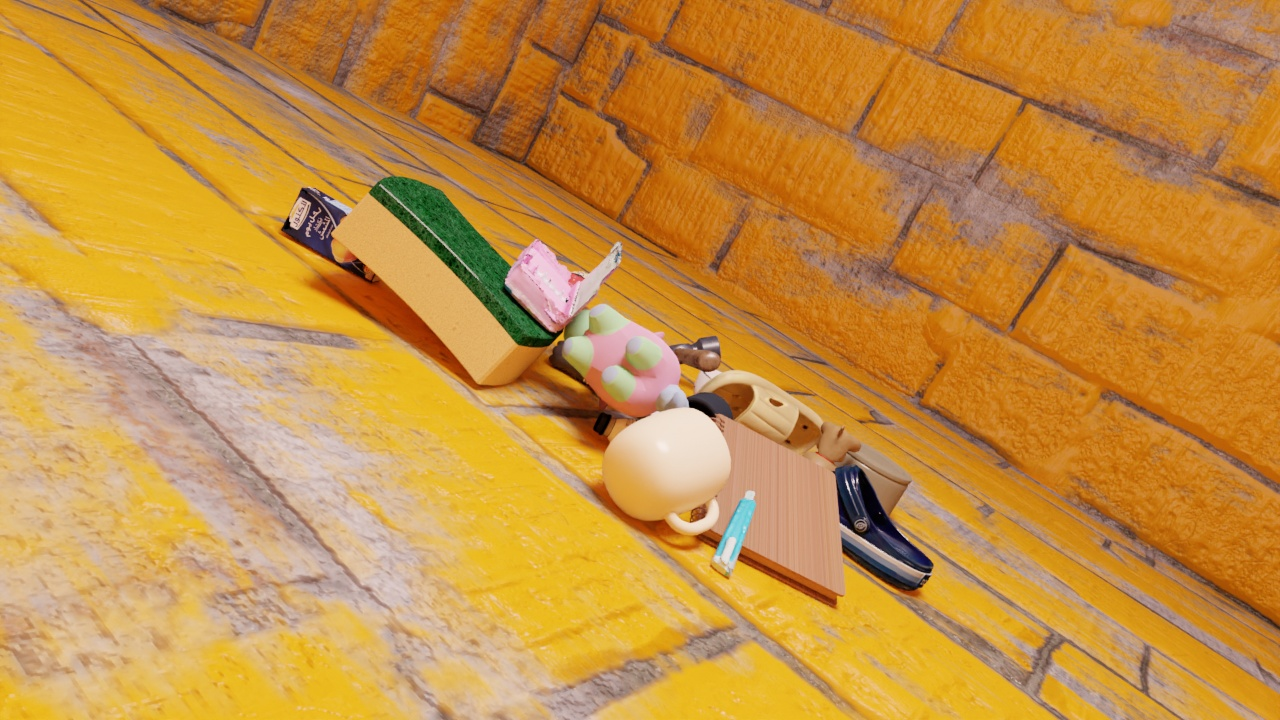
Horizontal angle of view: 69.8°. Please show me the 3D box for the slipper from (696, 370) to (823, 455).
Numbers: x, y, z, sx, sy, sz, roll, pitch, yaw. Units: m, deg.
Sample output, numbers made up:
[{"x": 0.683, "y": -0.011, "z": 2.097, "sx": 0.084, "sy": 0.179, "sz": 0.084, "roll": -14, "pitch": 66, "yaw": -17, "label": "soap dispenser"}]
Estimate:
[{"x": 0.174, "y": 0.097, "z": 1.275, "sx": 0.261, "sy": 0.111, "sz": 0.079, "roll": 24, "pitch": 34, "yaw": -42, "label": "slipper"}]

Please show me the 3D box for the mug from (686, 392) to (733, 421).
[{"x": 0.082, "y": 0.092, "z": 1.145, "sx": 0.105, "sy": 0.071, "sz": 0.077, "roll": 58, "pitch": 17, "yaw": 7, "label": "mug"}]

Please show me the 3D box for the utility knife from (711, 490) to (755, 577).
[{"x": 0.095, "y": 0.160, "z": 0.878, "sx": 0.022, "sy": 0.015, "sz": 0.124, "roll": 27, "pitch": 35, "yaw": 8, "label": "utility knife"}]

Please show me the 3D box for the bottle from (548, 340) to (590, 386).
[{"x": -0.065, "y": 0.013, "z": 1.185, "sx": 0.110, "sy": 0.036, "sz": 0.036, "roll": 29, "pitch": 12, "yaw": 1, "label": "bottle"}]

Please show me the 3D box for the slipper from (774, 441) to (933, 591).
[{"x": 0.252, "y": 0.174, "z": 1.118, "sx": 0.253, "sy": 0.095, "sz": 0.105, "roll": 37, "pitch": 16, "yaw": 21, "label": "slipper"}]

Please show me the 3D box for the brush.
[{"x": -0.205, "y": -0.091, "z": 1.032, "sx": 0.250, "sy": 0.075, "sz": 0.195, "roll": 46, "pitch": 11, "yaw": -1, "label": "brush"}]

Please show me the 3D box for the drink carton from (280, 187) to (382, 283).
[{"x": -0.364, "y": -0.153, "z": 1.116, "sx": 0.130, "sy": 0.064, "sz": 0.040, "roll": 30, "pitch": 10, "yaw": -1, "label": "drink carton"}]

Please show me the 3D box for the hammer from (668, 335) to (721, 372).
[{"x": 0.071, "y": -0.004, "z": 1.295, "sx": 0.129, "sy": 0.040, "sz": 0.322, "roll": -9, "pitch": 3, "yaw": -5, "label": "hammer"}]

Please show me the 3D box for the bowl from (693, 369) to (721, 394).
[{"x": 0.126, "y": 0.063, "z": 1.354, "sx": 0.113, "sy": 0.063, "sz": 0.113, "roll": 28, "pitch": 12, "yaw": -7, "label": "bowl"}]

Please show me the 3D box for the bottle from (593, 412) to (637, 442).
[{"x": 0.004, "y": 0.092, "z": 1.000, "sx": 0.116, "sy": 0.041, "sz": 0.041, "roll": 28, "pitch": 12, "yaw": -7, "label": "bottle"}]

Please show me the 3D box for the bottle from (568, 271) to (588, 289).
[{"x": -0.117, "y": -0.122, "z": 1.580, "sx": 0.062, "sy": 0.062, "sz": 0.137, "roll": 30, "pitch": 11, "yaw": 4, "label": "bottle"}]

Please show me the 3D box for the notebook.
[{"x": 0.136, "y": 0.148, "z": 0.976, "sx": 0.169, "sy": 0.022, "sz": 0.210, "roll": 27, "pitch": 28, "yaw": -6, "label": "notebook"}]

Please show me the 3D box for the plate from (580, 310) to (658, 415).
[{"x": -0.007, "y": 0.007, "z": 1.236, "sx": 0.208, "sy": 0.015, "sz": 0.208, "roll": 45, "pitch": 13, "yaw": -14, "label": "plate"}]

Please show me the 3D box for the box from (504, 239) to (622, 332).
[{"x": -0.086, "y": -0.116, "z": 1.081, "sx": 0.086, "sy": 0.106, "sz": 0.230, "roll": 45, "pitch": 10, "yaw": -12, "label": "box"}]

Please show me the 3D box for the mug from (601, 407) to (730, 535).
[{"x": 0.023, "y": 0.109, "z": 0.852, "sx": 0.099, "sy": 0.096, "sz": 0.120, "roll": -13, "pitch": 67, "yaw": -50, "label": "mug"}]

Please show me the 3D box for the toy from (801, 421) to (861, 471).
[{"x": 0.246, "y": 0.138, "z": 1.243, "sx": 0.134, "sy": 0.108, "sz": 0.106, "roll": 33, "pitch": -4, "yaw": 17, "label": "toy"}]

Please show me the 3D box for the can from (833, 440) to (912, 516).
[{"x": 0.322, "y": 0.170, "z": 1.338, "sx": 0.128, "sy": 0.073, "sz": 0.127, "roll": 28, "pitch": 12, "yaw": -7, "label": "can"}]

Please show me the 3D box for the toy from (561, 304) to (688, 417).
[{"x": -0.008, "y": 0.012, "z": 1.015, "sx": 0.222, "sy": 0.120, "sz": 0.171, "roll": 38, "pitch": -2, "yaw": 43, "label": "toy"}]
